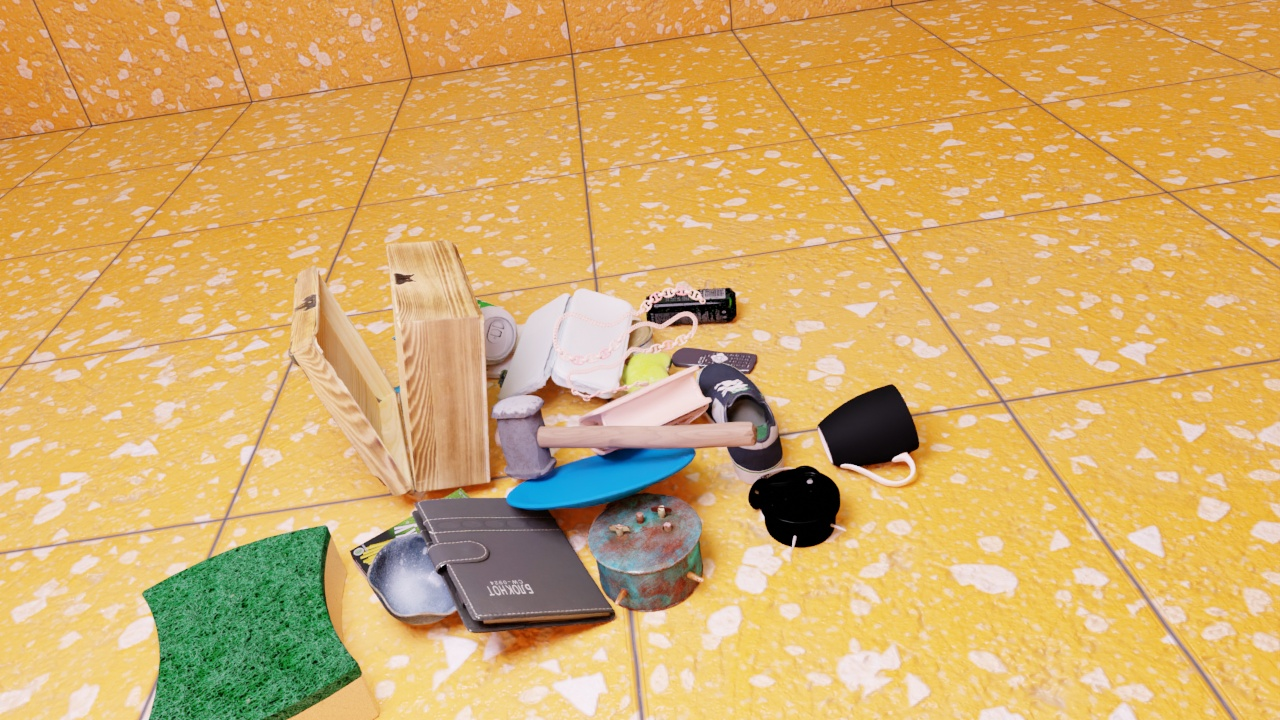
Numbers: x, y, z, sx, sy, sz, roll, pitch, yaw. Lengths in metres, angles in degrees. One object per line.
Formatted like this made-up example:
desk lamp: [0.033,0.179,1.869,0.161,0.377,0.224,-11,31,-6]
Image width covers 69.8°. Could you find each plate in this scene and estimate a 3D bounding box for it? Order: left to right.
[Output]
plate: [-0.043,0.141,1.063,0.224,0.024,0.224,-14,6,1]

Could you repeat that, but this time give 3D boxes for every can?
can: [-0.252,-0.049,1.387,0.087,0.088,0.140,-29,30,-28]
can: [-0.022,-0.022,1.350,0.086,0.043,0.086,-6,33,4]
can: [0.078,-0.082,1.408,0.138,0.054,0.053,-3,34,8]

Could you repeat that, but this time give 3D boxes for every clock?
clock: [0.003,0.190,0.995,0.121,0.073,0.157,-13,33,-8]
clock: [0.174,0.159,1.031,0.091,0.043,0.120,-16,34,-12]

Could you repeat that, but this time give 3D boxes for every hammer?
hammer: [-0.025,0.089,1.061,0.329,0.098,0.052,-2,20,24]

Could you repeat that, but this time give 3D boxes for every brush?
brush: [-0.388,0.292,0.925,0.194,0.075,0.250,-19,35,-16]

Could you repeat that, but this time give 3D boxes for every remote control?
remote control: [-0.196,-0.015,1.407,0.050,0.011,0.135,2,35,16]
remote control: [0.105,-0.002,1.320,0.124,0.009,0.046,6,36,21]

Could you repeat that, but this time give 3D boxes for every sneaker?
sneaker: [0.124,0.054,1.169,0.084,0.079,0.235,-13,33,-6]

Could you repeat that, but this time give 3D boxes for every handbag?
handbag: [-0.007,0.007,1.171,0.198,0.187,0.117,-23,3,-16]

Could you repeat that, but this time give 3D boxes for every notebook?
notebook: [-0.142,0.211,0.980,0.169,0.029,0.209,6,21,-33]

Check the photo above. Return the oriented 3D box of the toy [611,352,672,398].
toy: [-0.012,0.024,1.278,0.115,0.046,0.092,-11,33,10]

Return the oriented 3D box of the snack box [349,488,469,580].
snack box: [-0.250,0.212,1.062,0.147,0.025,0.080,-29,38,-28]

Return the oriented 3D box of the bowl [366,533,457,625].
bowl: [-0.234,0.241,0.976,0.110,0.055,0.110,11,36,-8]

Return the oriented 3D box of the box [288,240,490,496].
box: [-0.318,0.016,1.174,0.220,0.259,0.279,-8,28,-17]

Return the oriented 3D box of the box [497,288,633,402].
box: [-0.104,-0.023,1.288,0.186,0.084,0.210,0,39,12]

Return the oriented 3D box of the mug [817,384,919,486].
mug: [0.271,0.098,1.082,0.100,0.085,0.118,-21,63,3]

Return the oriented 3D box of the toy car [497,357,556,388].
toy car: [-0.162,0.016,1.336,0.049,0.030,0.106,22,47,36]

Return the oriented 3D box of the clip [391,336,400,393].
clip: [-0.336,0.010,1.368,0.033,0.121,0.119,10,72,28]
